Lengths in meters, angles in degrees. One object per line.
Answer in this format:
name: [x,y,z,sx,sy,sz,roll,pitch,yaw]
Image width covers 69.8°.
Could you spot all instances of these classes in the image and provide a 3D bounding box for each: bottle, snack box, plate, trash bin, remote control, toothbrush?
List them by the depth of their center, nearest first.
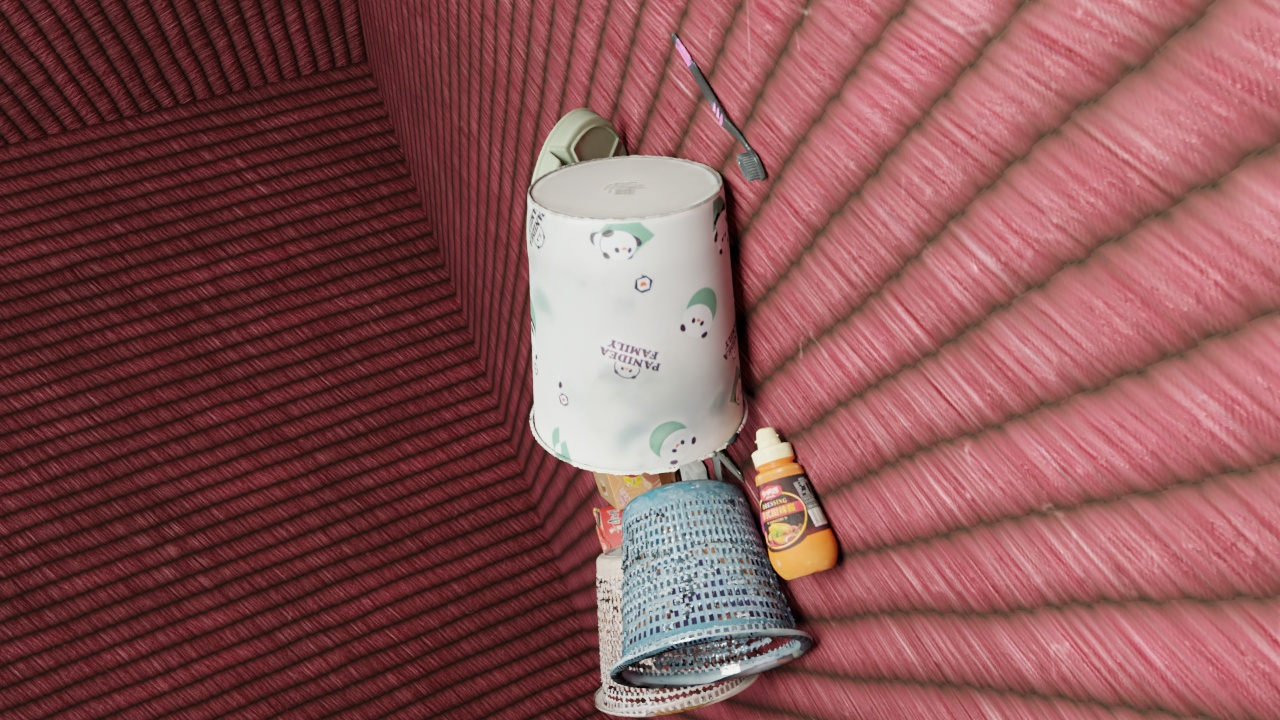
toothbrush: [0.063,-0.227,0.815,0.014,0.017,0.189,94,153,-60]
bottle: [0.144,0.137,0.903,0.067,0.066,0.149,118,138,-69]
trash bin: [-0.008,-0.055,0.910,0.229,0.229,0.252,-132,33,-55]
plate: [-0.061,-0.165,1.031,0.027,0.229,0.230,10,130,21]
trash bin: [0.066,0.252,1.056,0.227,0.226,0.194,98,165,-59]
trash bin: [0.031,0.339,1.219,0.228,0.227,0.192,157,102,-75]
remote control: [0.081,0.192,1.242,0.058,0.021,0.150,41,147,57]
snack box: [-0.017,0.169,1.411,0.093,0.094,0.077,-160,52,-70]

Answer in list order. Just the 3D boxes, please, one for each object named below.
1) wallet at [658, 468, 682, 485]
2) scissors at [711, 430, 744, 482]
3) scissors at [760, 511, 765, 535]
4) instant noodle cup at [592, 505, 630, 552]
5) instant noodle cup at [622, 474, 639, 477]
wallet: [0.049,0.181,1.326,0.101,0.032,0.124,-141,36,-66]
scissors: [0.069,0.068,1.104,0.175,0.019,0.170,43,149,36]
scissors: [0.150,0.167,0.994,0.136,0.017,0.133,118,135,-71]
instant noodle cup: [0.000,0.276,1.414,0.138,0.108,0.138,145,105,-90]
instant noodle cup: [-0.020,0.077,1.231,0.123,0.116,0.116,53,166,-8]
